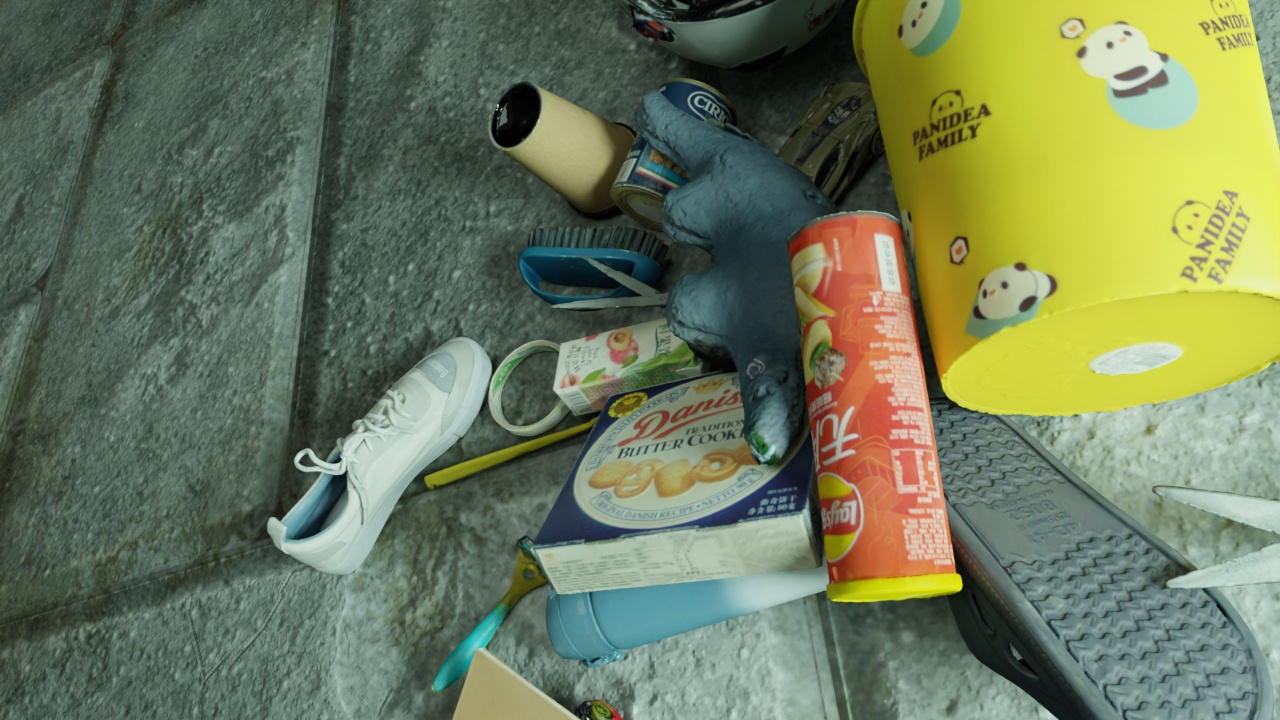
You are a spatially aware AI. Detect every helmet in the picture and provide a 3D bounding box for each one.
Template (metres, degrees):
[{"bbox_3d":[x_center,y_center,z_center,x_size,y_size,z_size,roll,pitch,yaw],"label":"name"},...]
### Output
[{"bbox_3d":[0.082,-0.351,0.801,0.230,0.157,0.274,-42,59,1],"label":"helmet"}]

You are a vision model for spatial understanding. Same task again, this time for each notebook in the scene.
[{"bbox_3d":[-0.061,0.308,0.604,0.212,0.012,0.149,22,94,36],"label":"notebook"}]

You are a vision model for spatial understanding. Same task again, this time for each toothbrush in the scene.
[{"bbox_3d":[-0.100,0.078,0.766,0.190,0.015,0.016,-19,64,20],"label":"toothbrush"}]

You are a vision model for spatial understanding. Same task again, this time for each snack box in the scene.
[{"bbox_3d":[0.039,0.072,0.618,0.178,0.046,0.182,-13,28,24],"label":"snack box"}]

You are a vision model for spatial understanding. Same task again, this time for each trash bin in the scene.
[{"bbox_3d":[0.256,-0.115,0.546,0.230,0.229,0.254,-11,65,24],"label":"trash bin"}]

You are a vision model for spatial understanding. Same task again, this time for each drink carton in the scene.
[{"bbox_3d":[-0.004,0.004,0.732,0.123,0.045,0.053,-13,47,21],"label":"drink carton"}]

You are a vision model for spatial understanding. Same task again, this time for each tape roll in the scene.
[{"bbox_3d":[-0.092,0.024,0.791,0.086,0.014,0.085,-13,60,23],"label":"tape roll"}]

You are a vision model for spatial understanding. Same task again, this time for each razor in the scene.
[{"bbox_3d":[-0.114,0.199,0.703,0.043,0.028,0.132,37,83,6],"label":"razor"}]

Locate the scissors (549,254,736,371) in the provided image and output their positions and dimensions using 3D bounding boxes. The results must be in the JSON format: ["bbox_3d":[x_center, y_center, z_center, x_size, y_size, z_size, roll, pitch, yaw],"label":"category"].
[{"bbox_3d":[0.022,-0.042,0.703,0.181,0.014,0.159,-11,43,-15],"label":"scissors"}]

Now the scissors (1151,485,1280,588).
[{"bbox_3d":[0.386,0.083,0.457,0.225,0.022,0.204,31,72,24],"label":"scissors"}]

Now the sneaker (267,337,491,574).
[{"bbox_3d":[-0.230,0.071,0.797,0.089,0.091,0.242,30,82,36],"label":"sneaker"}]

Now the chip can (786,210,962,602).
[{"bbox_3d":[0.129,0.025,0.523,0.073,0.073,0.216,-11,73,24],"label":"chip can"}]

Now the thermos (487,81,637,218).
[{"bbox_3d":[-0.063,-0.188,0.813,0.093,0.143,0.093,-11,70,34],"label":"thermos"}]

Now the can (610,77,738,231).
[{"bbox_3d":[0.029,-0.173,0.788,0.075,0.075,0.111,15,74,34],"label":"can"}]

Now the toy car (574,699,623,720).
[{"bbox_3d":[-0.008,0.271,0.601,0.106,0.031,0.049,31,100,36],"label":"toy car"}]

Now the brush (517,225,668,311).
[{"bbox_3d":[-0.047,-0.078,0.793,0.144,0.055,0.073,7,67,31],"label":"brush"}]

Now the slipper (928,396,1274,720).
[{"bbox_3d":[0.229,0.125,0.522,0.110,0.083,0.268,-13,38,-13],"label":"slipper"}]

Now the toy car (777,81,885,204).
[{"bbox_3d":[0.139,-0.156,0.740,0.070,0.042,0.158,33,86,38],"label":"toy car"}]

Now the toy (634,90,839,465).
[{"bbox_3d":[0.082,-0.075,0.653,0.137,0.092,0.355,0,51,-13],"label":"toy"}]

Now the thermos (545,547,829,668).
[{"bbox_3d":[0.038,0.150,0.623,0.221,0.070,0.070,-23,56,18],"label":"thermos"}]
